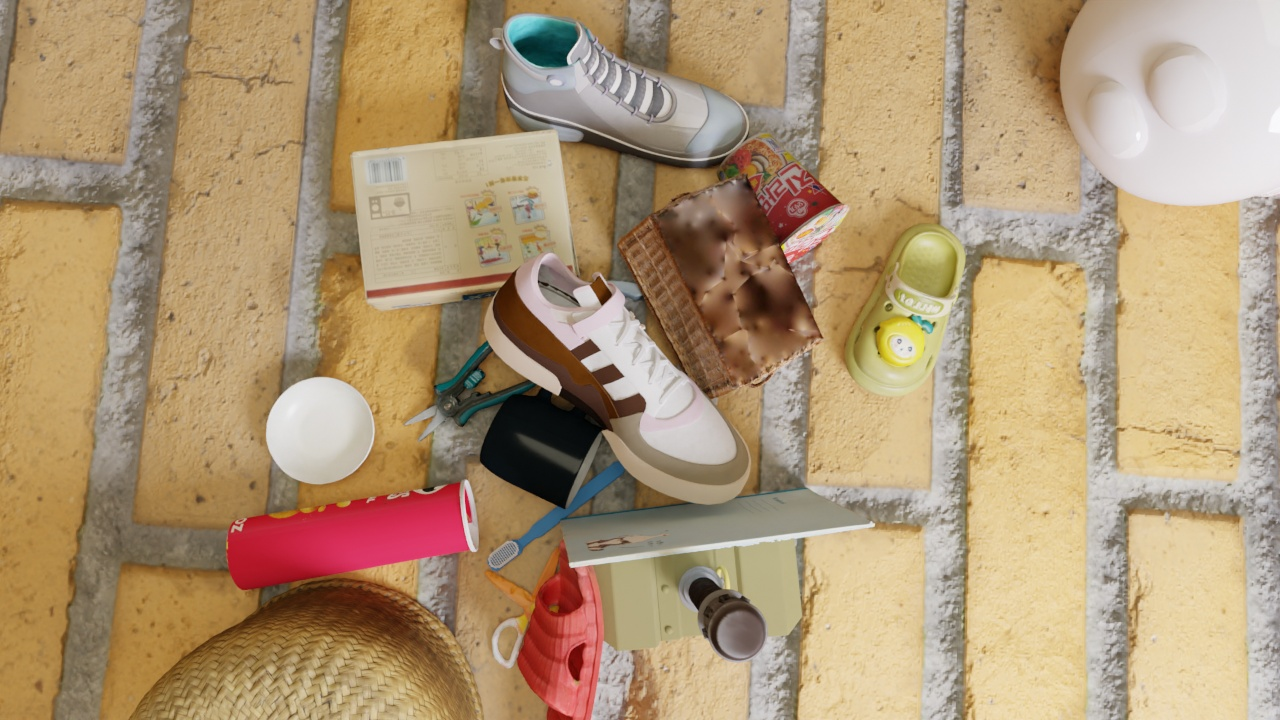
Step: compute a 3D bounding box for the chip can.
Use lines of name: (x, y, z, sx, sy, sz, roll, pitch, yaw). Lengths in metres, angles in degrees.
chip can: (-0.270, 0.166, 0.873, 0.220, 0.069, 0.069, -9, 84, -3)

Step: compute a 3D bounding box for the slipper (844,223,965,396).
slipper: (0.277, -0.054, 0.917, 0.091, 0.082, 0.190, 25, 81, -2)

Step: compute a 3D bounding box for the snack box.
snack box: (-0.173, -0.140, 0.918, 0.207, 0.055, 0.153, -8, 84, -4)

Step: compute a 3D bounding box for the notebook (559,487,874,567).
notebook: (0.056, 0.146, 0.827, 0.253, 0.181, 0.009, -6, 92, -7)

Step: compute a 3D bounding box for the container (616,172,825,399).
container: (0.077, -0.068, 0.878, 0.113, 0.113, 0.198, -28, 91, -15)

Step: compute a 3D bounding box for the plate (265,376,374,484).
plate: (-0.312, 0.069, 0.904, 0.104, 0.026, 0.104, 0, 84, -2)

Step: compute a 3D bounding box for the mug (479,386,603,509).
mug: (-0.088, 0.068, 0.882, 0.094, 0.085, 0.121, 24, 84, 5)

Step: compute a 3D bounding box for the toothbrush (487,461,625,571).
toothbrush: (-0.082, 0.152, 0.907, 0.166, 0.014, 0.016, -37, 73, -8)

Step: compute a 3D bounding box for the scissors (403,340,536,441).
scissors: (-0.162, 0.028, 0.910, 0.119, 0.019, 0.151, 21, 95, 4)

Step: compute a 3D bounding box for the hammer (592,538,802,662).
hammer: (0.056, 0.196, 0.755, 0.190, 0.325, 0.100, -4, 84, -3)

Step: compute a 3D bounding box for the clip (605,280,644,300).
clip: (-0.046, -0.036, 0.928, 0.169, 0.031, 0.164, 39, 81, 1)

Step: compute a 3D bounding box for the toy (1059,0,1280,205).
toy: (0.557, -0.280, 0.868, 0.280, 0.263, 0.265, -26, 93, -23)

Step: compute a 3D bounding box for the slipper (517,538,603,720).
slipper: (-0.080, 0.287, 0.842, 0.059, 0.104, 0.249, 4, 92, -20)

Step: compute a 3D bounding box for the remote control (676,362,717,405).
remote control: (0.064, -0.025, 0.939, 0.045, 0.008, 0.146, 8, 83, -2)

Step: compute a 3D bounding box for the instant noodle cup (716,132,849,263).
instant noodle cup: (0.135, -0.164, 0.919, 0.100, 0.100, 0.112, -34, 79, -6)

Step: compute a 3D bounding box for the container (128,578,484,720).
container: (-0.288, 0.357, 0.790, 0.307, 0.197, 0.306, 0, 84, -4)

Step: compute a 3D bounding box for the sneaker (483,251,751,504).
sneaker: (-0.005, 0.005, 0.836, 0.294, 0.117, 0.111, 40, 49, 7)

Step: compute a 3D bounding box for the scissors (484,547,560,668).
scissors: (-0.104, 0.246, 0.900, 0.125, 0.011, 0.131, 34, 83, 1)

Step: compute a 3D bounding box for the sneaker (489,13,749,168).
sneaker: (-0.013, -0.266, 0.888, 0.257, 0.160, 0.093, 13, 83, 0)
